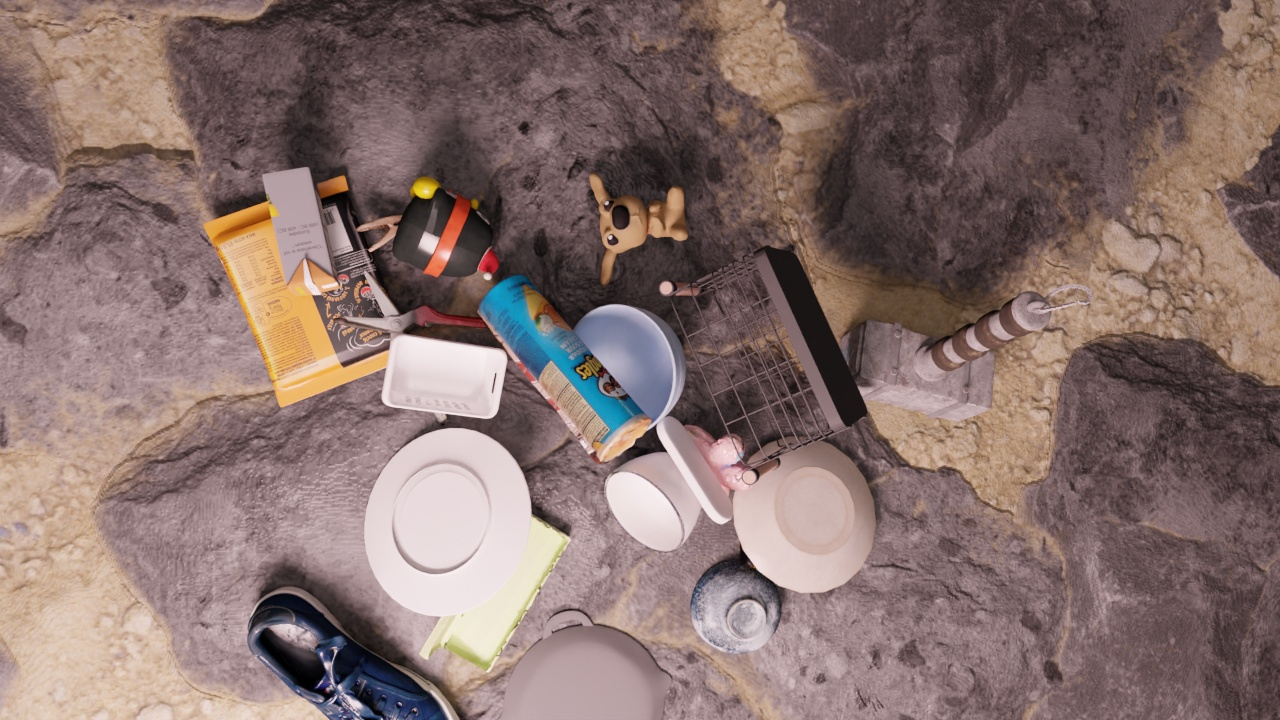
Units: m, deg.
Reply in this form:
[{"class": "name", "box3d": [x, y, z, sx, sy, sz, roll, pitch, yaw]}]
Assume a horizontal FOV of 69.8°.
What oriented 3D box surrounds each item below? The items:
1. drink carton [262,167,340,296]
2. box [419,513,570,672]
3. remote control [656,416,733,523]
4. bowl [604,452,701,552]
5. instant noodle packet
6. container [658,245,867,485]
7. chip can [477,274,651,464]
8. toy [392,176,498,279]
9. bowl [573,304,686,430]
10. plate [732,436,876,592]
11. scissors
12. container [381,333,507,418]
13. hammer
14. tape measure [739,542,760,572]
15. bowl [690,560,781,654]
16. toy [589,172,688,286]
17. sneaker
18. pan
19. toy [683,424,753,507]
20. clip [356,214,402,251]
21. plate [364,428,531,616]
[{"class": "drink carton", "box3d": [-0.363, -0.136, 0.985, 0.048, 0.076, 0.125, -13, 88, -13]}, {"class": "box", "box3d": [-0.173, 0.262, 1.065, 0.130, 0.064, 0.188, 32, 88, -50]}, {"class": "remote control", "box3d": [0.062, 0.124, 1.041, 0.013, 0.043, 0.136, -37, 81, 30]}, {"class": "bowl", "box3d": [0.022, 0.158, 1.067, 0.065, 0.117, 0.116, -39, 98, -39]}, {"class": "instant noodle packet", "box3d": [-0.372, -0.078, 1.038, 0.159, 0.032, 0.221, -22, 95, -10]}, {"class": "container", "box3d": [0.140, -0.003, 1.022, 0.130, 0.162, 0.241, -26, 83, 22]}, {"class": "chip can", "box3d": [-0.087, 0.009, 1.022, 0.079, 0.080, 0.229, -40, 73, -6]}, {"class": "toy", "box3d": [-0.213, -0.140, 1.032, 0.119, 0.097, 0.099, 24, 88, -17]}, {"class": "bowl", "box3d": [-0.006, 0.006, 1.059, 0.151, 0.074, 0.150, 6, 102, 31]}, {"class": "plate", "box3d": [0.203, 0.182, 1.103, 0.188, 0.027, 0.188, 5, 73, -15]}, {"class": "scissors", "box3d": [-0.249, -0.012, 1.053, 0.198, 0.015, 0.179, -1, 99, -21]}, {"class": "container", "box3d": [-0.222, 0.015, 1.031, 0.129, 0.049, 0.081, 9, 96, -23]}, {"class": "hammer", "box3d": [0.355, -0.018, 1.002, 0.177, 0.327, 0.079, 14, 72, -9]}, {"class": "tape measure", "box3d": [0.154, 0.225, 1.112, 0.062, 0.038, 0.067, 15, 61, -19]}, {"class": "bowl", "box3d": [0.121, 0.305, 1.108, 0.114, 0.061, 0.114, 0, 93, -8]}, {"class": "toy", "box3d": [-0.001, -0.160, 1.063, 0.108, 0.106, 0.134, -6, 89, 3]}, {"class": "sneaker", "box3d": [-0.314, 0.370, 1.015, 0.294, 0.127, 0.120, 43, 86, -9]}, {"class": "pan", "box3d": [-0.053, 0.477, 1.105, 0.216, 0.024, 0.354, -13, 94, -8]}, {"class": "toy", "box3d": [0.085, 0.124, 1.082, 0.053, 0.105, 0.108, -25, 99, -45]}, {"class": "clip", "box3d": [-0.296, -0.154, 1.044, 0.041, 0.024, 0.060, 52, 55, -18]}, {"class": "plate", "box3d": [-0.221, 0.177, 1.024, 0.209, 0.015, 0.208, -5, 74, 17]}]
